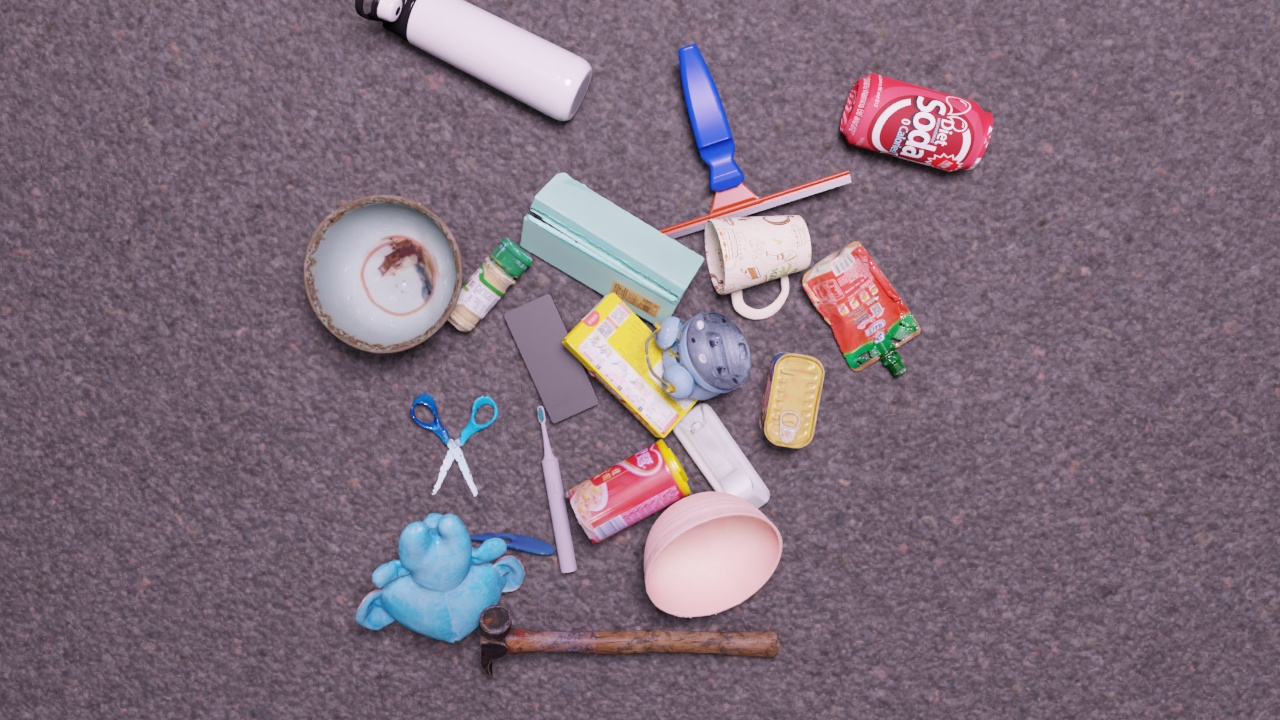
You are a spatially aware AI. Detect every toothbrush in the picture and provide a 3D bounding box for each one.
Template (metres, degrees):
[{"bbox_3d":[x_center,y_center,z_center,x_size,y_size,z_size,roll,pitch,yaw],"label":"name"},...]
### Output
[{"bbox_3d":[-0.095,0.143,1.018,0.018,0.019,0.188,-9,94,2],"label":"toothbrush"},{"bbox_3d":[-0.160,0.200,1.023,0.132,0.021,0.016,9,128,-1],"label":"toothbrush"}]

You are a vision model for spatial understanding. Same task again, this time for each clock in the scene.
[{"bbox_3d":[0.058,-0.003,0.968,0.124,0.052,0.088,1,70,-36],"label":"clock"}]

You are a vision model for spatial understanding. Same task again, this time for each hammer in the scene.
[{"bbox_3d":[-0.012,0.314,1.012,0.330,0.033,0.120,3,137,-8],"label":"hammer"}]

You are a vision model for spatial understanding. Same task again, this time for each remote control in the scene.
[{"bbox_3d":[-0.098,-0.002,1.012,0.058,0.013,0.133,-23,93,1],"label":"remote control"},{"bbox_3d":[0.090,0.112,1.016,0.050,0.022,0.133,-35,93,2],"label":"remote control"}]

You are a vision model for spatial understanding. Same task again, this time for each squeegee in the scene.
[{"bbox_3d":[0.077,-0.241,0.975,0.249,0.055,0.185,-16,109,9],"label":"squeegee"}]

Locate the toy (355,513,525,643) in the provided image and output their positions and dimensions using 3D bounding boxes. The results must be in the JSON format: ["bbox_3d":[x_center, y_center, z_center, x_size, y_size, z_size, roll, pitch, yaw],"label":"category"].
[{"bbox_3d":[-0.216,0.216,0.970,0.183,0.114,0.181,-11,131,-14],"label":"toy"}]

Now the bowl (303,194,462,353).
[{"bbox_3d":[-0.259,-0.090,0.965,0.160,0.094,0.160,0,94,0],"label":"bowl"}]

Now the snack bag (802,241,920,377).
[{"bbox_3d":[0.246,-0.048,1.001,0.087,0.044,0.155,-34,98,7],"label":"snack bag"}]

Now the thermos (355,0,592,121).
[{"bbox_3d":[-0.168,-0.325,0.948,0.230,0.101,0.069,27,113,-1],"label":"thermos"}]

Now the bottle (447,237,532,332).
[{"bbox_3d":[-0.166,-0.080,0.993,0.042,0.042,0.110,42,94,-3],"label":"bottle"}]

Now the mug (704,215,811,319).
[{"bbox_3d":[0.128,-0.099,0.985,0.097,0.081,0.122,-11,115,-7],"label":"mug"}]

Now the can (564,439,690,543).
[{"bbox_3d":[-0.012,0.142,0.995,0.124,0.066,0.066,-29,93,2],"label":"can"}]

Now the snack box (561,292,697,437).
[{"bbox_3d":[-0.006,0.006,0.988,0.152,0.025,0.075,45,77,-11],"label":"snack box"}]

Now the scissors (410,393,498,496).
[{"bbox_3d":[-0.215,0.090,1.020,0.117,0.014,0.130,22,98,-5],"label":"scissors"}]

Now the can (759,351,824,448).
[{"bbox_3d":[0.162,0.041,0.994,0.054,0.059,0.100,10,93,-1],"label":"can"}]

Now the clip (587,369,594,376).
[{"bbox_3d":[-0.033,0.014,1.013,0.060,0.043,0.023,12,97,-29],"label":"clip"}]

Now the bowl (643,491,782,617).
[{"bbox_3d":[0.068,0.196,0.984,0.153,0.076,0.153,-10,126,-14],"label":"bowl"}]

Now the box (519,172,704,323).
[{"bbox_3d":[-0.038,-0.108,0.987,0.188,0.077,0.092,30,132,0],"label":"box"}]

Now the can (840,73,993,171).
[{"bbox_3d":[0.289,-0.249,0.967,0.142,0.074,0.074,15,93,-1],"label":"can"}]
